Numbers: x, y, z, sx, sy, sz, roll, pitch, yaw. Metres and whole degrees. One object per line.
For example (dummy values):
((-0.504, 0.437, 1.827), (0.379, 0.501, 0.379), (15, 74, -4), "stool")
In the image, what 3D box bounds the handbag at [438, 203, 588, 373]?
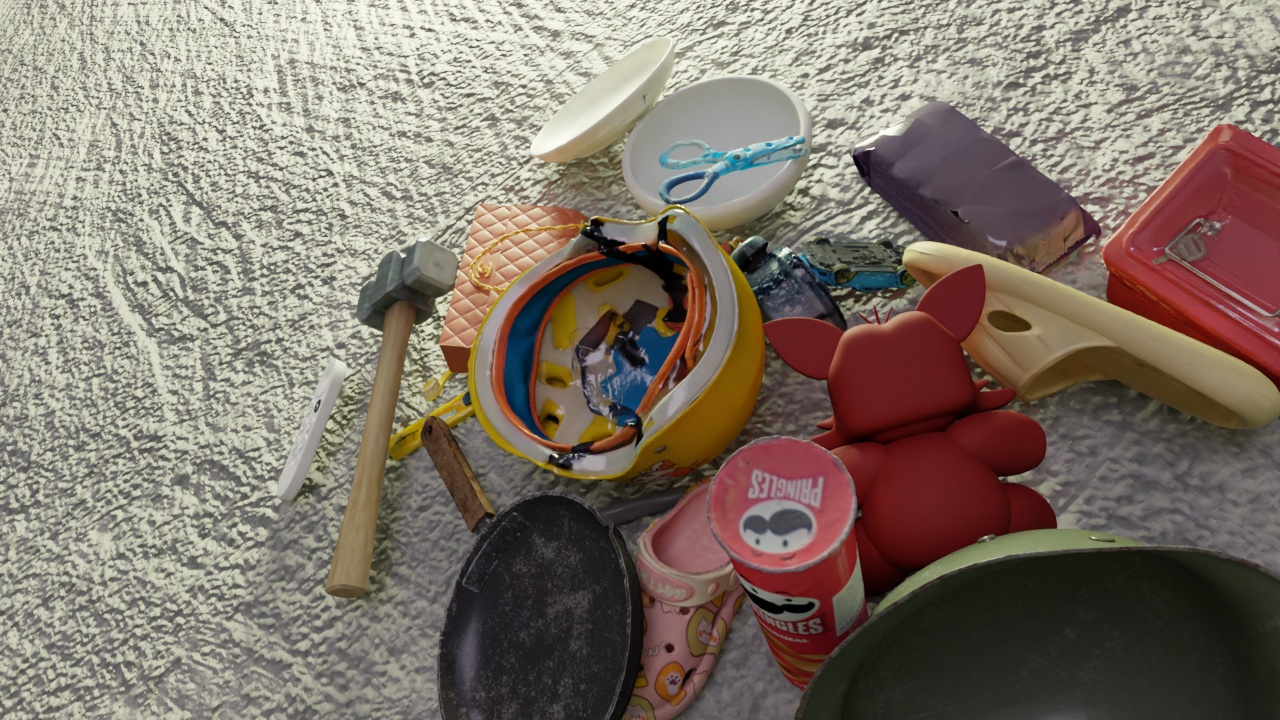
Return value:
((-0.112, -0.073, 0.851), (0.109, 0.060, 0.171), (3, 55, 6), "handbag")

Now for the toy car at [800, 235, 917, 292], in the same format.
((0.180, -0.077, 0.754), (0.105, 0.032, 0.048), (0, 42, -18), "toy car")

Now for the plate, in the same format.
((-0.032, -0.257, 0.935), (0.183, 0.034, 0.182), (-33, 26, 18), "plate")

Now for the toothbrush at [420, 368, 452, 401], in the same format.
((-0.160, -0.016, 0.865), (0.021, 0.016, 0.135), (28, 71, 29), "toothbrush")

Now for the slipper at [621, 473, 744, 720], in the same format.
((0.023, 0.154, 0.648), (0.093, 0.081, 0.196), (20, 64, 31), "slipper")

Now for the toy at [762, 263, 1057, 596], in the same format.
((0.181, 0.049, 0.617), (0.158, 0.120, 0.197), (-16, 77, 12), "toy")

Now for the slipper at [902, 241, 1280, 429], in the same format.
((0.297, -0.002, 0.648), (0.262, 0.111, 0.079), (28, 92, 28), "slipper")

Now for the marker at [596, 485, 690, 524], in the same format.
((-0.023, 0.125, 0.725), (0.139, 0.016, 0.022), (-17, 85, 8), "marker")

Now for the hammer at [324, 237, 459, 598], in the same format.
((-0.228, 0.045, 0.808), (0.118, 0.051, 0.322), (-27, 49, 41), "hammer")

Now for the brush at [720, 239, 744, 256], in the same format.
((0.021, -0.059, 0.819), (0.172, 0.030, 0.041), (-25, 52, 3), "brush")

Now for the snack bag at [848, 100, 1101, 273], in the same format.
((0.272, -0.146, 0.769), (0.096, 0.058, 0.205), (-33, 54, -3), "snack bag")

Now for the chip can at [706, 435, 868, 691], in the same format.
((0.096, 0.132, 0.538), (0.073, 0.233, 0.073), (-8, 54, 12), "chip can")

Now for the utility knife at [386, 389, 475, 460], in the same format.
((-0.169, 0.048, 0.828), (0.155, 0.017, 0.030), (-33, 44, 0), "utility knife")

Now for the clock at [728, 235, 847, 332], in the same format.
((0.114, -0.054, 0.747), (0.052, 0.090, 0.129), (-37, 57, 1), "clock")

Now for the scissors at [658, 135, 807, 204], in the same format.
((0.080, -0.168, 0.798), (0.140, 0.015, 0.083), (-2, 56, 16), "scissors")

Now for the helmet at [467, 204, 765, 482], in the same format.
((-0.004, 0.004, 0.723), (0.241, 0.139, 0.208), (-9, 65, 36), "helmet")

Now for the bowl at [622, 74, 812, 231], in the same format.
((0.075, -0.183, 0.859), (0.177, 0.066, 0.176), (-10, 55, 14), "bowl")

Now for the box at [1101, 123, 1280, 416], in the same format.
((0.427, -0.056, 0.641), (0.137, 0.122, 0.157), (-46, 56, 9), "box")

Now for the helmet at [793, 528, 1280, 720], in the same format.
((0.221, 0.183, 0.496), (0.268, 0.153, 0.227), (-23, 93, 16), "helmet")

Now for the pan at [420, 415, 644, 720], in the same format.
((-0.103, 0.152, 0.694), (0.208, 0.040, 0.357), (-53, 42, 14), "pan")

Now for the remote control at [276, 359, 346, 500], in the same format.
((-0.302, 0.063, 0.845), (0.043, 0.013, 0.136), (-11, 58, 54), "remote control")
